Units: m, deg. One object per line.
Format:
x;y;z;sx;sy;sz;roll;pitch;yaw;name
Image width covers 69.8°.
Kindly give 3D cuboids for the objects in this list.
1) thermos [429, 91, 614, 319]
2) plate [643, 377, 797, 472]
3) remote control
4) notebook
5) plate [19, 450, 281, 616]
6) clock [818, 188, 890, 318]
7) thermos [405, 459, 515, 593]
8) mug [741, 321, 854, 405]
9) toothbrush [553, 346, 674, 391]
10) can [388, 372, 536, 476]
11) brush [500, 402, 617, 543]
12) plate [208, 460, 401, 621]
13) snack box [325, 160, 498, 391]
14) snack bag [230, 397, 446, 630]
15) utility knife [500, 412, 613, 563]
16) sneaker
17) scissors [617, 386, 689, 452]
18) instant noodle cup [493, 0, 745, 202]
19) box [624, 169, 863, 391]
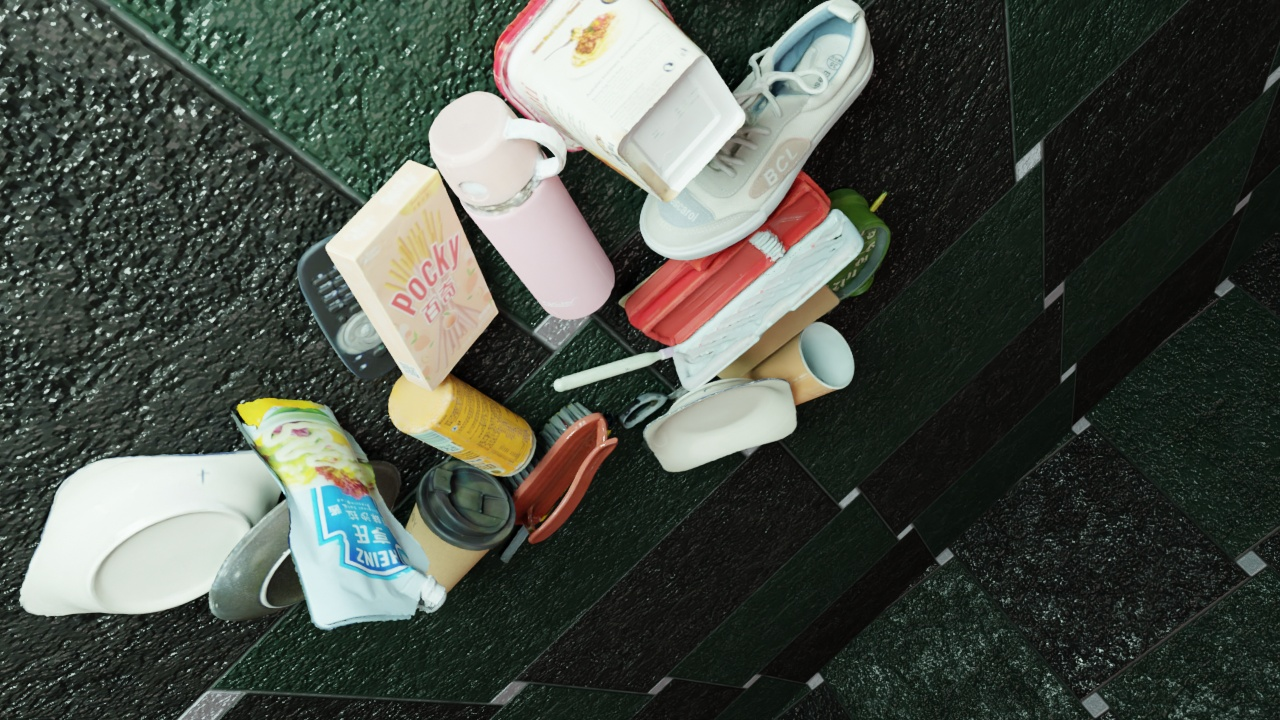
-0.069;-0.102;0.641;0.199;0.087;0.067;59;36;-59;thermos
0.086;0.062;1.001;0.164;0.034;0.164;-20;151;4;plate
-0.198;-0.038;0.630;0.053;0.024;0.137;-37;148;-20;remote control
0.092;-0.057;0.889;0.148;0.008;0.207;-39;140;16;notebook
-0.345;0.135;0.669;0.164;0.034;0.164;2;128;-49;plate
0.204;-0.104;0.969;0.116;0.056;0.161;-27;146;-22;clock
-0.179;0.161;0.845;0.092;0.093;0.144;-5;142;-45;thermos
0.169;0.016;1.030;0.078;0.078;0.123;-14;168;-38;mug
-0.005;0.005;0.906;0.189;0.029;0.020;-14;97;-36;toothbrush
-0.145;0.053;0.769;0.058;0.058;0.146;-43;149;2;can
-0.079;0.110;0.902;0.146;0.069;0.063;-51;149;15;brush
-0.266;0.155;0.754;0.179;0.024;0.180;-41;160;-18;plate
-0.152;-0.053;0.636;0.084;0.026;0.157;-54;156;-24;snack box
-0.208;0.103;0.631;0.039;0.191;0.110;-46;149;8;snack bag
-0.091;0.142;0.981;0.033;0.015;0.224;10;122;-50;utility knife
0.091;-0.178;0.713;0.242;0.089;0.090;-47;164;1;sneaker
0.046;0.038;1.009;0.180;0.014;0.160;-21;144;-31;scissors
-0.009;-0.174;0.578;0.117;0.124;0.116;-47;149;6;instant noodle cup
0.093;-0.064;0.794;0.202;0.100;0.095;-41;140;18;box
